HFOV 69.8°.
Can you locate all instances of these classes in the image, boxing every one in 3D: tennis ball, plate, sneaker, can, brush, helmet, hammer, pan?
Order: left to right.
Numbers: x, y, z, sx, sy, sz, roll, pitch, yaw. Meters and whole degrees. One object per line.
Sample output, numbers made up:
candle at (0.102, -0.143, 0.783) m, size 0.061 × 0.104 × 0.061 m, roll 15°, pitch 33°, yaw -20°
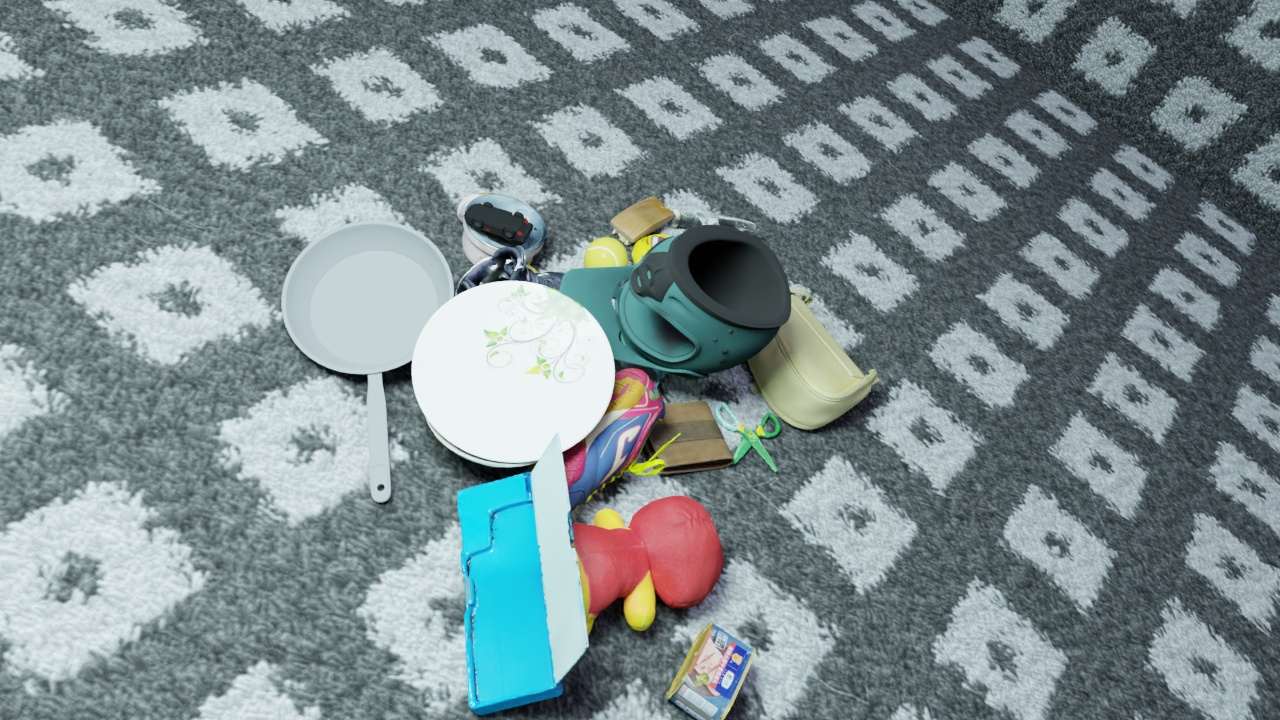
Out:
pan at (-0.312, -0.003, 1.076) m, size 0.200 × 0.051 × 0.356 m, roll -8°, pitch 70°, yaw -7°
plate at (-0.145, 0.014, 1.059) m, size 0.229 × 0.030 × 0.229 m, roll 4°, pitch 64°, yaw -8°
sneaker at (-0.153, -0.094, 1.184) m, size 0.251 × 0.151 × 0.097 m, roll -27°, pitch 66°, yaw -42°
sneaker at (-0.047, 0.120, 1.087) m, size 0.241 × 0.116 × 0.091 m, roll -51°, pitch 127°, yaw -25°
tennis ball at (-0.050, -0.148, 1.346) m, size 0.065 × 0.065 × 0.065 m, roll 14°, pitch 46°, yaw -15°
brush at (0.001, -0.220, 1.458) m, size 0.049 × 0.039 × 0.116 m, roll 42°, pitch 44°, yaw 12°
helmet at (0.046, -0.070, 1.173) m, size 0.274 × 0.201 × 0.176 m, roll 5°, pitch 67°, yaw -42°
can at (0.076, 0.336, 0.982) m, size 0.059 × 0.054 × 0.099 m, roll 33°, pitch 43°, yaw 5°
hammer at (0.144, -0.147, 1.403) m, size 0.140 × 0.036 × 0.325 m, roll 5°, pitch 32°, yaw -16°

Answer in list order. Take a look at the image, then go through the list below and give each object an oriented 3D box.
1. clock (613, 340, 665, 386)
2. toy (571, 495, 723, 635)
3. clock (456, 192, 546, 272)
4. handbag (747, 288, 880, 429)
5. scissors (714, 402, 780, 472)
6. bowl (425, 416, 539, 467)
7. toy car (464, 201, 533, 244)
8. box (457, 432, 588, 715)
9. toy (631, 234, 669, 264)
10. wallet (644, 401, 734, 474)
clock at (-0.007, 0.007, 1.245) m, size 0.087 × 0.042 × 0.122 m, roll 25°, pitch 46°, yaw -5°
toy at (0.000, 0.221, 1.021) m, size 0.215 × 0.099 × 0.147 m, roll -9°, pitch 63°, yaw -27°
clock at (-0.202, -0.190, 1.311) m, size 0.116 × 0.059 × 0.157 m, roll 1°, pitch 51°, yaw -27°
handbag at (0.239, -0.009, 1.364) m, size 0.190 × 0.089 × 0.232 m, roll -6°, pitch 51°, yaw -38°
scissors at (0.147, 0.101, 1.261) m, size 0.130 × 0.011 × 0.125 m, roll 36°, pitch 43°, yaw 9°
bowl at (-0.166, 0.076, 1.079) m, size 0.176 × 0.058 × 0.176 m, roll 9°, pitch 40°, yaw -8°
toy car at (-0.193, -0.183, 1.242) m, size 0.092 × 0.036 × 0.042 m, roll 18°, pitch 49°, yaw 2°
box at (-0.109, 0.216, 0.936) m, size 0.070 × 0.171 × 0.243 m, roll 32°, pitch 35°, yaw -42°
toy at (0.033, -0.158, 1.410) m, size 0.094 × 0.041 × 0.095 m, roll 2°, pitch 49°, yaw -7°
wallet at (0.056, 0.099, 1.202) m, size 0.121 × 0.027 × 0.098 m, roll -2°, pitch 53°, yaw -31°
